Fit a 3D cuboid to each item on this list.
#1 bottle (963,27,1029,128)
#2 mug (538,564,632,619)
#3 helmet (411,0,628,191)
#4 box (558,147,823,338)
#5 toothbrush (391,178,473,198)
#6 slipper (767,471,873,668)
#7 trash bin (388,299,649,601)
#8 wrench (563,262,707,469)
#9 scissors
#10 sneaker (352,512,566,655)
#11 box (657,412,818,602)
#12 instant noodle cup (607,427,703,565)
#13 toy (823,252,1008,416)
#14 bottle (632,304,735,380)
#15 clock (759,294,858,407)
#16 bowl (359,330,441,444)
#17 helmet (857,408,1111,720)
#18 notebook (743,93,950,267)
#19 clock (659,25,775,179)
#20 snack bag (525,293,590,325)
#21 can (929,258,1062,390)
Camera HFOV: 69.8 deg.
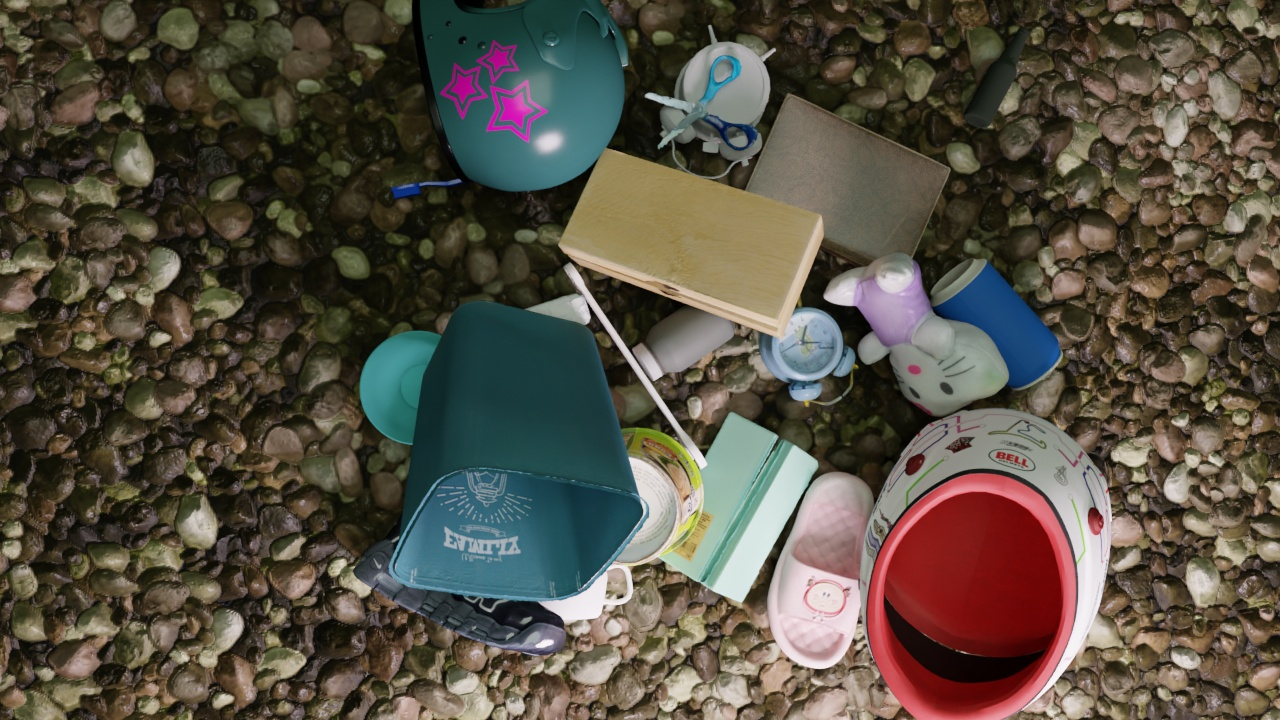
[{"bbox_3d":[0.419,-0.331,1.069,0.033,0.033,0.123,29,87,-4],"label":"bottle"},{"bbox_3d":[-0.065,0.239,0.996,0.123,0.090,0.076,5,78,-23],"label":"mug"},{"bbox_3d":[-0.115,-0.315,0.953,0.200,0.176,0.274,-14,77,4],"label":"helmet"},{"bbox_3d":[0.054,-0.127,0.966,0.249,0.092,0.128,22,91,16],"label":"box"},{"bbox_3d":[-0.183,-0.203,1.024,0.186,0.016,0.011,-12,93,-7],"label":"toothbrush"},{"bbox_3d":[0.207,0.235,1.035,0.107,0.056,0.221,13,88,-3],"label":"slipper"},{"bbox_3d":[-0.120,0.080,0.867,0.196,0.200,0.218,14,44,-25],"label":"trash bin"},{"bbox_3d":[-0.006,0.006,1.024,0.009,0.047,0.273,-34,90,-5],"label":"wrench"},{"bbox_3d":[0.072,-0.265,0.990,0.127,0.014,0.127,-40,95,1],"label":"scissors"},{"bbox_3d":[-0.165,0.206,0.957,0.253,0.097,0.150,16,73,25],"label":"sneaker"},{"bbox_3d":[0.109,0.167,1.039,0.113,0.078,0.187,26,85,24],"label":"box"},{"bbox_3d":[-0.009,0.149,0.978,0.146,0.097,0.146,1,94,9],"label":"instant noodle cup"},{"bbox_3d":[0.303,-0.028,1.005,0.209,0.138,0.085,47,60,-15],"label":"toy"},{"bbox_3d":[0.048,-0.025,1.019,0.108,0.060,0.060,-33,92,-5],"label":"bottle"},{"bbox_3d":[0.190,-0.007,1.036,0.088,0.052,0.124,-35,92,-6],"label":"clock"},{"bbox_3d":[-0.239,0.029,0.999,0.121,0.046,0.121,0,89,-5],"label":"bowl"},{"bbox_3d":[0.355,0.204,0.958,0.231,0.235,0.314,17,96,22],"label":"helmet"},{"bbox_3d":[0.226,-0.176,1.049,0.215,0.034,0.190,24,89,-5],"label":"notebook"},{"bbox_3d":[0.086,-0.282,1.029,0.120,0.061,0.159,18,93,-4],"label":"clock"},{"bbox_3d":[-0.094,-0.046,0.979,0.077,0.116,0.036,-18,95,-4],"label":"snack bag"},{"bbox_3d":[0.402,-0.042,1.042,0.079,0.079,0.146,-44,93,-4],"label":"can"}]
